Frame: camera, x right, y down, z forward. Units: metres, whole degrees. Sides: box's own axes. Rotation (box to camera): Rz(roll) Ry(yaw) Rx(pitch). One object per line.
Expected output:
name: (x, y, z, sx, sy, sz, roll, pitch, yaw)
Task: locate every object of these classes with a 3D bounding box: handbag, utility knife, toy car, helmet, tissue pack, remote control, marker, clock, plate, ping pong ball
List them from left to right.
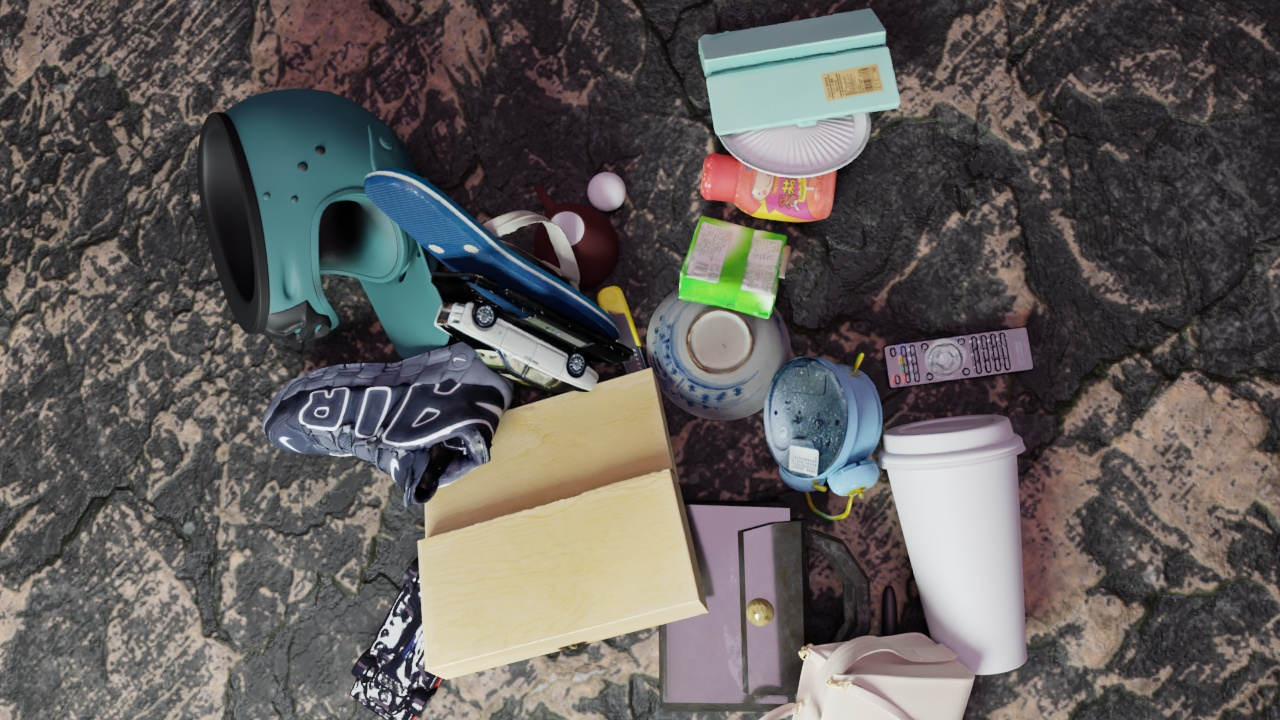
helmet: (-0.294, -0.130, 0.889, 0.199, 0.177, 0.274, -9, 71, -39)
toy car: (-0.215, 0.270, 0.909, 0.081, 0.056, 0.189, 30, 92, 7)
toy car: (-0.108, -0.016, 0.860, 0.191, 0.094, 0.071, 29, 75, -38)
ping pong ball: (-0.035, -0.175, 0.950, 0.040, 0.040, 0.040, 0, 84, 4)
utility knife: (-0.006, 0.005, 0.941, 0.029, 0.020, 0.172, -20, 84, 3)
tissue pack: (0.095, -0.094, 0.913, 0.099, 0.034, 0.113, 14, 46, 6)
handbag: (0.116, 0.232, 0.866, 0.199, 0.102, 0.197, -2, 84, 4)
plate: (0.154, -0.241, 0.930, 0.157, 0.014, 0.156, -1, 59, 2)
clock: (0.173, 0.072, 0.875, 0.060, 0.118, 0.162, 1, 92, -31)
handbag: (0.172, 0.335, 0.803, 0.197, 0.101, 0.195, 7, 102, -25)
marker: (0.245, 0.288, 0.896, 0.018, 0.015, 0.134, 3, 84, -24)
remote control: (0.317, -0.002, 0.919, 0.140, 0.021, 0.045, -8, 82, 8)

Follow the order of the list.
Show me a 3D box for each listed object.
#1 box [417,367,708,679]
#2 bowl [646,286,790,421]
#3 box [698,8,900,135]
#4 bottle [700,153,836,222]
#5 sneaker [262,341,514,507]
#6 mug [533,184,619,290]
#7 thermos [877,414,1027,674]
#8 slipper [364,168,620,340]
box: (-0.083, 0.144, 0.857, 0.247, 0.068, 0.253, -16, 50, 6)
bowl: (0.078, -0.015, 0.918, 0.151, 0.057, 0.150, 0, 84, 4)
box: (0.157, -0.297, 0.930, 0.187, 0.052, 0.138, -10, 55, 3)
bottle: (0.129, -0.181, 0.936, 0.134, 0.048, 0.071, 7, 81, 5)
sneaker: (-0.242, 0.079, 0.875, 0.252, 0.097, 0.150, -12, 46, 5)
mug: (-0.076, -0.132, 0.924, 0.087, 0.088, 0.114, -33, 83, 0)
thermos: (0.301, 0.169, 0.857, 0.131, 0.131, 0.222, -9, 91, 3)
slipper: (-0.128, -0.102, 0.859, 0.118, 0.294, 0.060, -2, 62, 42)
